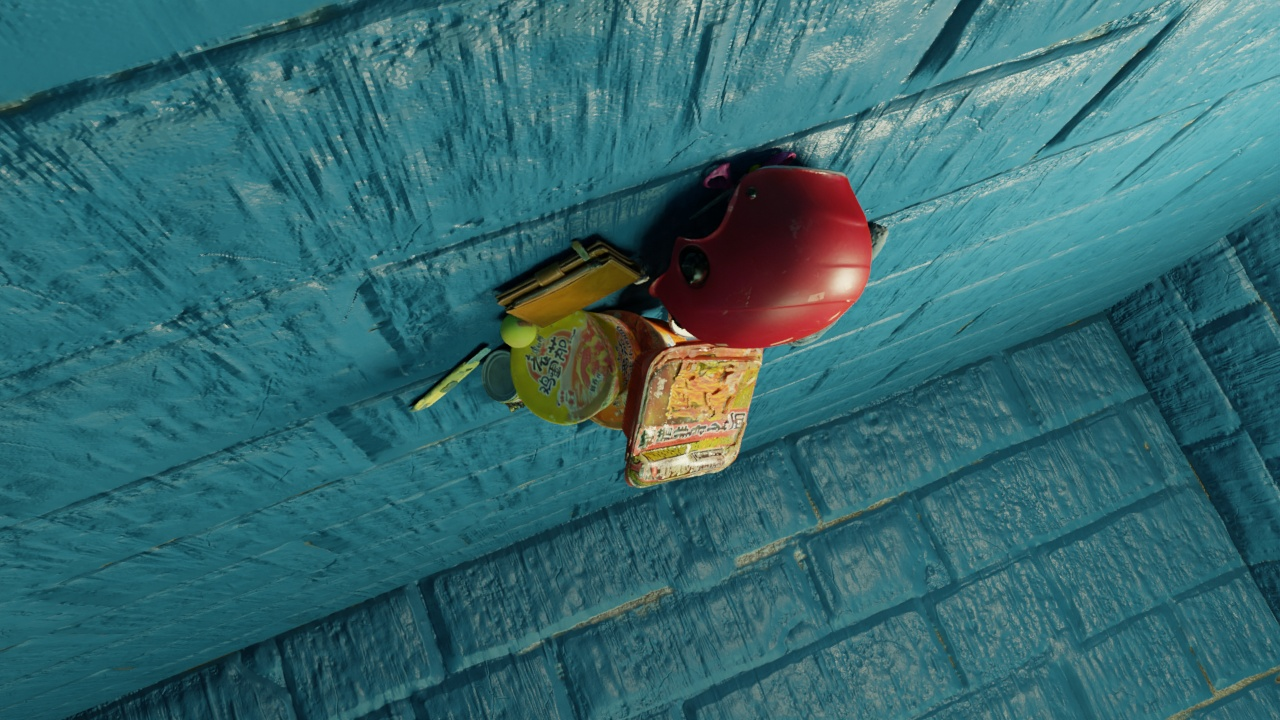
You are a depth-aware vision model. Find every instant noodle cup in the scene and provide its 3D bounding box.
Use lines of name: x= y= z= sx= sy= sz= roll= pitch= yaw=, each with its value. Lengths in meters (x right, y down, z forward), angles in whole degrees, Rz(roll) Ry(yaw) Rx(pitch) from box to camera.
instant noodle cup: x=0.051 y=0.048 z=1.072 sx=0.164 sy=0.079 sz=0.189 roll=-7 pitch=122 yaw=-32
instant noodle cup: x=-0.069 y=0.001 z=1.091 sx=0.138 sy=0.138 sz=0.109 roll=-29 pitch=173 yaw=24
instant noodle cup: x=-0.007 y=0.007 z=1.187 sx=0.152 sy=0.151 sz=0.111 roll=-29 pitch=173 yaw=25

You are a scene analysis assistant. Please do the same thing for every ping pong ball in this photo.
ping pong ball: x=-0.137 y=-0.034 z=1.027 sx=0.040 sy=0.040 sz=0.040 roll=-21 pitch=166 yaw=-6

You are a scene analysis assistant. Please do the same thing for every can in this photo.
can: x=-0.145 y=0.019 z=1.157 sx=0.067 sy=0.066 sz=0.093 roll=-30 pitch=164 yaw=29

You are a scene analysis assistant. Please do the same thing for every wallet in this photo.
wallet: x=-0.076 y=-0.078 z=0.965 sx=0.131 sy=0.035 sz=0.119 roll=-25 pitch=160 yaw=16

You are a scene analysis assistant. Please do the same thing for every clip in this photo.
clip: x=-0.003 y=-0.099 z=1.045 sx=0.027 sy=0.043 sz=0.058 roll=-26 pitch=170 yaw=6

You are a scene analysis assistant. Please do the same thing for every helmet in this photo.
helmet: x=0.135 y=-0.082 z=0.953 sx=0.241 sy=0.144 sz=0.206 roll=-40 pitch=160 yaw=32

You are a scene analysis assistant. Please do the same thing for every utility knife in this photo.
utility knife: x=-0.238 y=0.023 z=1.151 sx=0.030 sy=0.020 sz=0.191 roll=-16 pitch=161 yaw=-47

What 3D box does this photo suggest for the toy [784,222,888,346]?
toy: x=0.254 y=-0.085 z=1.373 sx=0.137 sy=0.091 sz=0.357 roll=-47 pitch=177 yaw=-23

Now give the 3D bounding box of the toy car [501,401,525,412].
toy car: x=-0.171 y=0.045 z=1.288 sx=0.049 sy=0.031 sz=0.106 roll=-23 pitch=167 yaw=-1

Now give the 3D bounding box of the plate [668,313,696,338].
plate: x=0.116 y=-0.098 z=1.145 sx=0.192 sy=0.039 sz=0.193 roll=-23 pitch=158 yaw=-10

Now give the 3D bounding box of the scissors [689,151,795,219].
scissors: x=0.092 y=-0.174 z=0.919 sx=0.134 sy=0.017 sz=0.130 roll=-29 pitch=167 yaw=39
